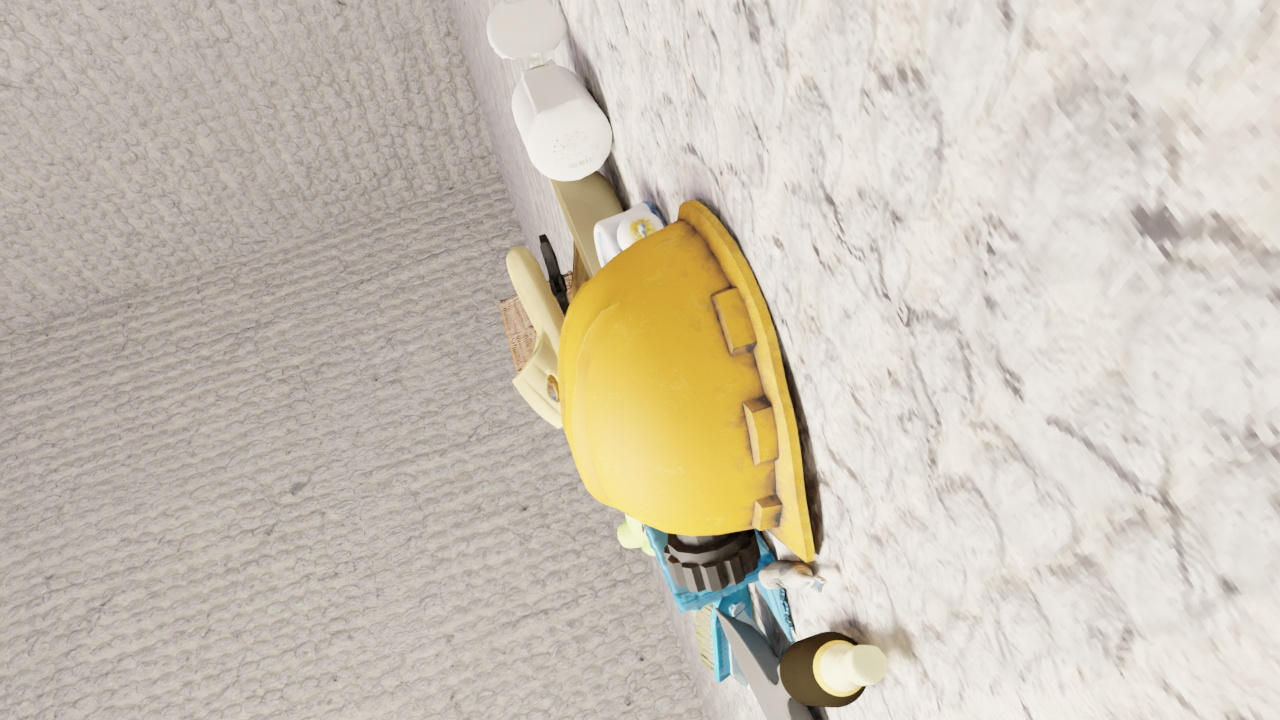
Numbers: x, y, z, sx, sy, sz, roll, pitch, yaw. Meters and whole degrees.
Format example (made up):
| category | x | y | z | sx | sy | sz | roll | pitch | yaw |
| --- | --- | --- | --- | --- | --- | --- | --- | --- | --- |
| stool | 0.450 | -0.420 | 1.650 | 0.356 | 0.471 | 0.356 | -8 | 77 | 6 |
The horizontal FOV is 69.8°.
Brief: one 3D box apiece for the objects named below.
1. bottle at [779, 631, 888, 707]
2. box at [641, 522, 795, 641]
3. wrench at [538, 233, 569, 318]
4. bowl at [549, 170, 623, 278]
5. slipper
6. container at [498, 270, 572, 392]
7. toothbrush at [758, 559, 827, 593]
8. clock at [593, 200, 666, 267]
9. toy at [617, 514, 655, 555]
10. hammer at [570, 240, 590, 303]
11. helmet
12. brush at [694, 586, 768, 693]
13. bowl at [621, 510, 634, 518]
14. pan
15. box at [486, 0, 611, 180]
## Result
| category | x | y | z | sx | sy | sz | roll | pitch | yaw |
| --- | --- | --- | --- | --- | --- | --- | --- | --- | --- |
| bottle | 0.120 | 0.188 | 0.561 | 0.185 | 0.045 | 0.045 | 88 | 161 | -70 |
| box | 0.055 | 0.171 | 0.863 | 0.231 | 0.094 | 0.112 | -124 | 13 | -63 |
| wrench | -0.074 | -0.019 | 1.077 | 0.073 | 0.018 | 0.273 | -111 | 4 | -67 |
| bowl | -0.041 | -0.131 | 0.902 | 0.152 | 0.050 | 0.152 | 156 | 92 | -87 |
| slipper | -0.111 | 0.000 | 1.036 | 0.111 | 0.079 | 0.261 | 155 | 93 | -84 |
| container | -0.095 | -0.031 | 1.214 | 0.198 | 0.114 | 0.112 | 32 | -142 | -75 |
| toothbrush | 0.110 | 0.153 | 0.652 | 0.022 | 0.024 | 0.186 | 29 | 168 | 4 |
| clock | 0.002 | -0.079 | 0.738 | 0.125 | 0.052 | 0.089 | -142 | 34 | -73 |
| toy | 0.021 | 0.153 | 1.083 | 0.197 | 0.107 | 0.150 | 125 | 149 | -71 |
| hammer | -0.066 | -0.091 | 1.038 | 0.329 | 0.033 | 0.132 | -95 | -6 | -54 |
| helmet | 0.014 | 0.034 | 0.613 | 0.205 | 0.131 | 0.255 | -125 | 18 | -69 |
| brush | 0.101 | 0.286 | 0.976 | 0.075 | 0.055 | 0.136 | 28 | 137 | 42 |
| bowl | 0.022 | 0.063 | 0.793 | 0.063 | 0.145 | 0.145 | -22 | -87 | -58 |
| pan | 0.129 | 0.298 | 0.810 | 0.216 | 0.024 | 0.355 | 59 | 171 | 25 |
| box | -0.084 | -0.250 | 0.831 | 0.146 | 0.084 | 0.136 | -116 | 2 | -50 |
